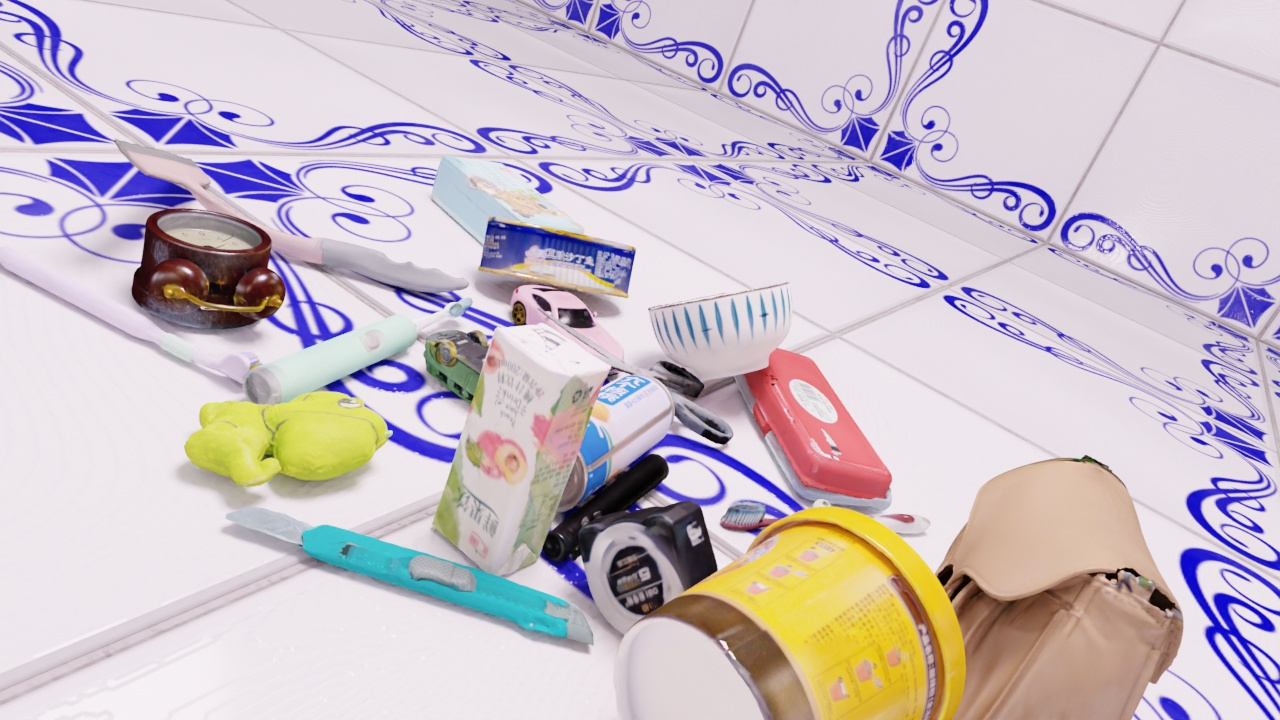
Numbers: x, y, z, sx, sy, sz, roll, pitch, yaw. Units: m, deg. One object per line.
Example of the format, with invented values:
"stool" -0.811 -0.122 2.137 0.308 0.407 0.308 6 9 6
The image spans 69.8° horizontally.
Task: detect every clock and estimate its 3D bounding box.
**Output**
"clock" -0.278 -0.055 0.593 0.082 0.055 0.122 3 27 -38

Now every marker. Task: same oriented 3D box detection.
"marker" -0.017 0.086 0.554 0.022 0.020 0.131 14 19 23

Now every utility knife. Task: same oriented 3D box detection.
"utility knife" -0.109 0.103 0.448 0.186 0.013 0.029 19 23 -6

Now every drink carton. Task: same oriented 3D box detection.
"drink carton" -0.062 0.046 0.475 0.053 0.123 0.045 32 24 27

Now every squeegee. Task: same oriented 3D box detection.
"squeegee" -0.256 -0.095 0.717 0.249 0.040 0.248 22 2 -17

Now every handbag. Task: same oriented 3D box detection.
"handbag" 0.199 0.132 0.476 0.100 0.148 0.204 29 20 12

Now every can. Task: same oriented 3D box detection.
"can" -0.026 0.048 0.586 0.053 0.053 0.134 29 24 17
"can" -0.072 -0.091 0.826 0.148 0.049 0.075 8 5 -34

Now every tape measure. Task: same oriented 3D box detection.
"tape measure" 0.005 0.107 0.467 0.066 0.066 0.033 -13 1 36

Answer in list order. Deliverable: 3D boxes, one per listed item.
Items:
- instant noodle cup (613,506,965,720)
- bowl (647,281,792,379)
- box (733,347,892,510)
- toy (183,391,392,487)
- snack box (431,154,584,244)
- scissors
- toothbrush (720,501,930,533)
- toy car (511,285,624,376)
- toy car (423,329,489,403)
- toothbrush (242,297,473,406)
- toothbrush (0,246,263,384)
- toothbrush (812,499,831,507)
"instant noodle cup" 0.060 0.136 0.401 0.114 0.119 0.118 -14 41 -42
"bowl" 0.069 -0.022 0.747 0.116 0.066 0.116 -11 4 1
"box" 0.136 0.052 0.745 0.086 0.047 0.201 14 24 -17
"toy" -0.186 0.041 0.494 0.100 0.031 0.096 10 25 -15
"snack box" -0.136 -0.150 0.925 0.074 0.052 0.175 -3 34 -42
"scissors" 0.001 0.010 0.696 0.178 0.014 0.159 40 16 11
"toothbrush" 0.135 0.109 0.637 0.187 0.017 0.016 7 28 -29
"toy car" -0.059 -0.028 0.750 0.056 0.037 0.122 -5 36 -44
"toy car" -0.106 0.010 0.623 0.091 0.036 0.043 29 23 20
"toothbrush" -0.179 -0.012 0.622 0.026 0.027 0.224 60 26 -4
"toothbrush" -0.314 -0.030 0.555 0.189 0.029 0.021 24 61 8
"toothbrush" 0.120 0.142 0.536 0.029 0.020 0.189 22 27 -11
